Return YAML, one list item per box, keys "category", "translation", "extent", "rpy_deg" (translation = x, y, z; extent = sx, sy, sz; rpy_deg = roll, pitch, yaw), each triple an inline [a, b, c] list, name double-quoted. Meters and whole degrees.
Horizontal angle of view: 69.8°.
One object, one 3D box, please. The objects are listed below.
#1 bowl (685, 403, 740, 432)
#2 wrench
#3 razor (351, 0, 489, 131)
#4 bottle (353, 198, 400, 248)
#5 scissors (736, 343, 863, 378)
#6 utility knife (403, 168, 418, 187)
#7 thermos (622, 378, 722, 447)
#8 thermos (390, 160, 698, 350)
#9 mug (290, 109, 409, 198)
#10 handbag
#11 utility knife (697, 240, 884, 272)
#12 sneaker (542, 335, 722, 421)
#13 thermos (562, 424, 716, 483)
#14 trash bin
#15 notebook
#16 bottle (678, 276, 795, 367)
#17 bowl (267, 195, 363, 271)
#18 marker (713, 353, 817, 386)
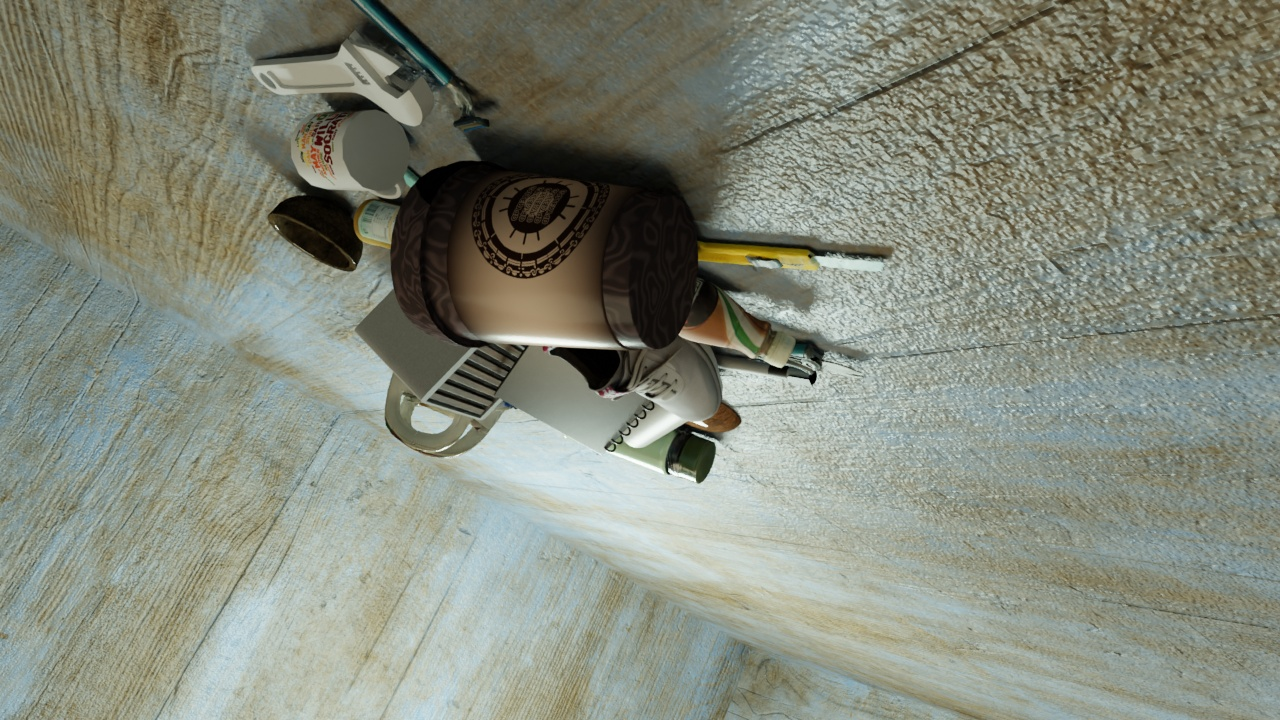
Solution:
- category: "bowl"
  translation: [0.076, 0.072, 1.221]
  extent: [0.114, 0.026, 0.102]
  rpy_deg: [17, 159, 27]
- category: "wrench"
  translation: [-0.275, -0.248, 0.822]
  extent: [0.274, 0.018, 0.087]
  rpy_deg: [15, 154, 45]
- category: "razor"
  translation: [-0.177, -0.242, 0.737]
  extent: [0.042, 0.022, 0.144]
  rpy_deg: [9, 150, 51]
- category: "bottle"
  translation: [-0.238, -0.141, 1.031]
  extent: [0.186, 0.053, 0.053]
  rpy_deg: [16, 159, 27]
- category: "scissors"
  translation: [0.146, -0.010, 0.923]
  extent: [0.148, 0.019, 0.132]
  rpy_deg: [34, 161, -19]
- category: "utility knife"
  translation: [-0.245, -0.192, 0.964]
  extent: [0.022, 0.015, 0.119]
  rpy_deg: [5, 150, 45]
- category: "thermos"
  translation: [0.036, 0.061, 1.163]
  extent: [0.052, 0.052, 0.225]
  rpy_deg: [30, 153, -11]
- category: "thermos"
  translation: [-0.078, -0.086, 0.805]
  extent: [0.226, 0.172, 0.173]
  rpy_deg: [8, 155, 27]
- category: "mug"
  translation: [-0.275, -0.196, 0.900]
  extent: [0.090, 0.073, 0.105]
  rpy_deg: [11, 156, 39]
- category: "handbag"
  translation: [-0.284, 0.050, 1.376]
  extent: [0.201, 0.199, 0.093]
  rpy_deg: [18, 164, 30]
- category: "utility knife"
  translation: [0.111, -0.088, 0.775]
  extent: [0.207, 0.018, 0.030]
  rpy_deg: [7, 163, 38]
- category: "sneaker"
  translation: [-0.006, 0.006, 0.966]
  extent: [0.097, 0.128, 0.263]
  rpy_deg: [-25, 129, 34]
- category: "thermos"
  translation: [0.000, 0.114, 1.364]
  extent: [0.232, 0.082, 0.082]
  rpy_deg: [18, 160, 25]
- category: "trash bin"
  translation: [-0.227, -0.017, 1.125]
  extent: [0.114, 0.114, 0.229]
  rpy_deg: [44, 179, 12]
- category: "notebook"
  translation: [-0.055, 0.015, 1.095]
  extent: [0.169, 0.019, 0.232]
  rpy_deg: [30, 133, -11]
- category: "bottle"
  translation: [0.067, -0.042, 0.879]
  extent: [0.167, 0.059, 0.059]
  rpy_deg: [26, 161, 2]
- category: "bowl"
  translation: [-0.401, -0.170, 1.161]
  extent: [0.121, 0.056, 0.121]
  rpy_deg: [24, 161, 8]
- category: "marker"
  translation: [0.127, 0.008, 1.000]
  extent: [0.141, 0.016, 0.016]
  rpy_deg: [10, 156, 40]
